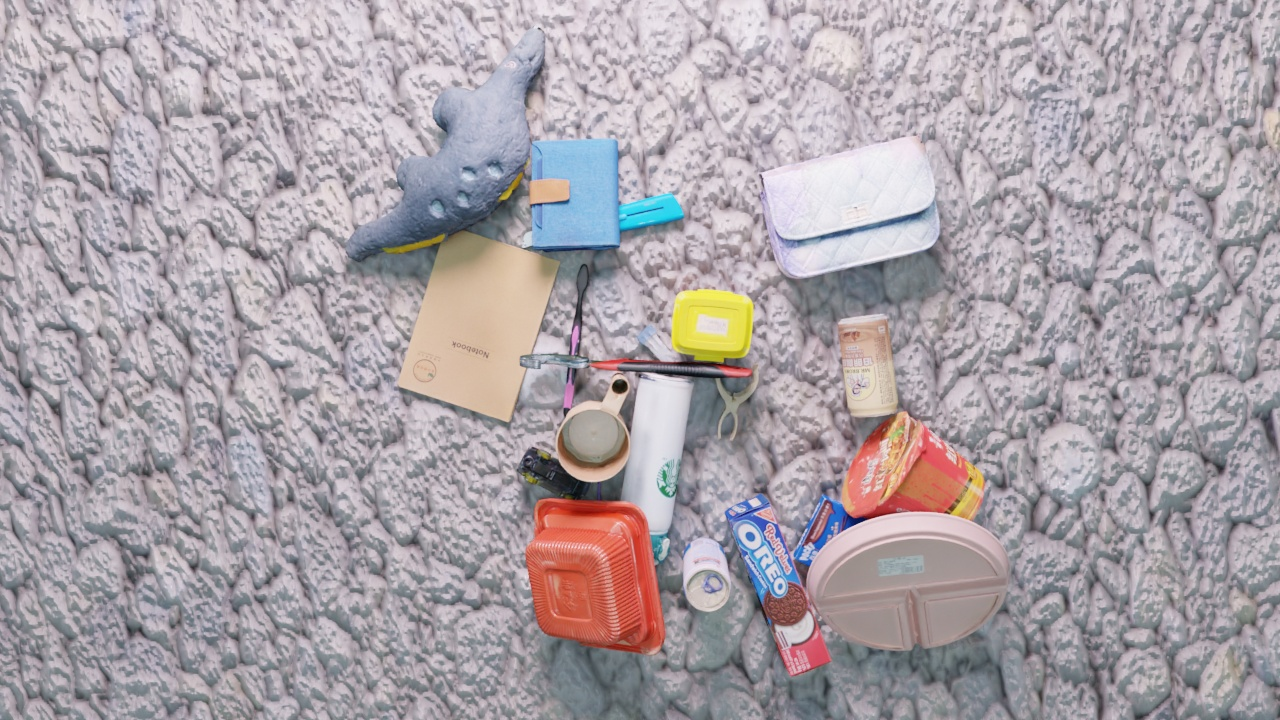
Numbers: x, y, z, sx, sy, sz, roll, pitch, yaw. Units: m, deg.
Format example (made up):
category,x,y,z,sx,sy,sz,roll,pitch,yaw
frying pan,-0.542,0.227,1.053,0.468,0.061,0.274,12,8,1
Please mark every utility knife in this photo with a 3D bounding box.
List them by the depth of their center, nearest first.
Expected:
category,x,y,z,sx,sy,sz,roll,pitch,yaw
utility knife,-0.048,-0.164,1.103,0.199,0.018,0.034,-13,94,4

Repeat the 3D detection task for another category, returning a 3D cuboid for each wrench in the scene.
category,x,y,z,sx,sy,sz,roll,pitch,yaw
wrench,-0.006,0.006,1.075,0.273,0.056,0.016,3,101,6

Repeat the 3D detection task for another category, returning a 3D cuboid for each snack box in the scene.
category,x,y,z,sx,sy,sz,roll,pitch,yaw
snack box,0.082,-0.041,1.074,0.091,0.080,0.082,5,93,1
snack box,0.164,0.268,1.103,0.057,0.058,0.207,-21,93,0
snack box,0.274,0.234,1.112,0.157,0.026,0.084,25,94,0

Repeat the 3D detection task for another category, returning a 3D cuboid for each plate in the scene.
category,x,y,z,sx,sy,sz,roll,pitch,yaw
plate,0.308,0.262,1.053,0.229,0.028,0.230,2,127,3

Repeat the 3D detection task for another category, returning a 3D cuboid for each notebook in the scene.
category,x,y,z,sx,sy,sz,roll,pitch,yaw
notebook,-0.198,-0.044,1.120,0.148,0.008,0.207,18,94,1

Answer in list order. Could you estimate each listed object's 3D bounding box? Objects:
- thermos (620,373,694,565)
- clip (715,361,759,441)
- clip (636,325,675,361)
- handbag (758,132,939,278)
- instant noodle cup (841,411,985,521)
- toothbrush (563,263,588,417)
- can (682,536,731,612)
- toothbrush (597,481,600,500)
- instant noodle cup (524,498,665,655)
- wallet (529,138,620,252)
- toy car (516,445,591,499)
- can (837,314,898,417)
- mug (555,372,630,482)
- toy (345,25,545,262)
category,x,y,z,sx,sy,sz,roll,pitch,yaw
thermos,0.016,0.131,1.093,0.073,0.073,0.224,9,94,1
clip,0.123,0.042,1.102,0.092,0.035,0.103,-14,98,4
clip,0.020,-0.015,1.109,0.025,0.031,0.057,-39,87,2
handbag,0.244,-0.175,1.063,0.194,0.075,0.134,-14,93,2
instant noodle cup,0.316,0.145,1.057,0.108,0.138,0.138,32,94,-9
toothbrush,-0.079,-0.023,1.117,0.014,0.017,0.189,8,97,2
can,0.076,0.247,1.065,0.053,0.134,0.053,0,93,2
toothbrush,-0.048,0.229,1.130,0.016,0.014,0.189,-1,93,-6
instant noodle cup,-0.062,0.260,1.069,0.165,0.078,0.189,-5,100,34
wallet,-0.078,-0.196,1.083,0.106,0.040,0.133,-1,82,3
toy car,-0.103,0.137,1.115,0.090,0.035,0.042,28,96,-7
can,0.268,0.006,1.081,0.058,0.058,0.116,-8,93,2
mug,-0.047,0.073,1.072,0.084,0.103,0.124,24,93,-4
toy,-0.205,-0.234,1.075,0.138,0.091,0.356,40,93,27
